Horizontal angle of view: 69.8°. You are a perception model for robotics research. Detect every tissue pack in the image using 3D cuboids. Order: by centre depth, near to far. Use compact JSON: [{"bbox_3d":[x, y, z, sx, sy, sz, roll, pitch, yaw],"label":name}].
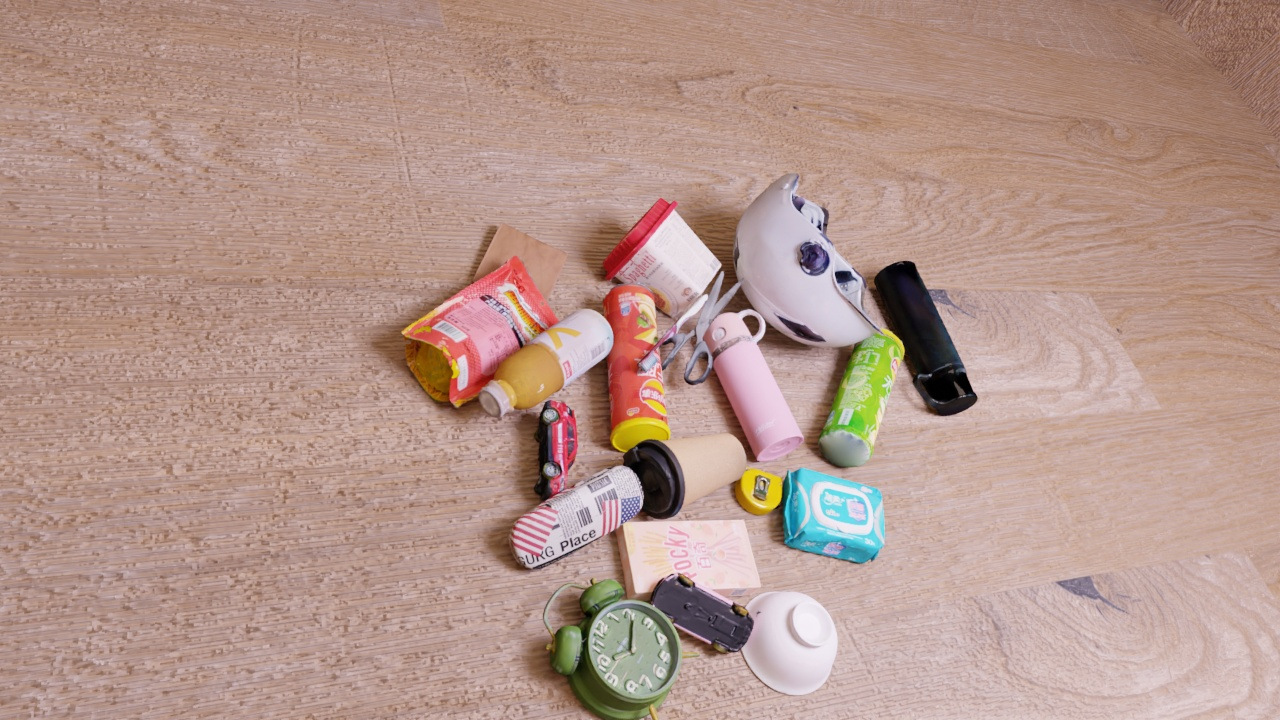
[{"bbox_3d":[0.234,0.191,1.131,0.133,0.050,0.093,15,52,-14],"label":"tissue pack"}]

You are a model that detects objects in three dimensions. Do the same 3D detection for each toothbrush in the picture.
[{"bbox_3d":[0.045,-0.037,1.150,0.017,0.016,0.187,49,43,-5],"label":"toothbrush"}]

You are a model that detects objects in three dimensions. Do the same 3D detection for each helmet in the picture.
[{"bbox_3d":[0.215,-0.117,1.270,0.258,0.146,0.228,65,19,12],"label":"helmet"}]

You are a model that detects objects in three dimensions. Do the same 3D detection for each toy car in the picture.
[{"bbox_3d":[0.066,0.272,0.992,0.122,0.037,0.056,31,83,-13],"label":"toy car"},{"bbox_3d":[-0.095,0.103,1.041,0.045,0.053,0.120,8,55,-14],"label":"toy car"}]

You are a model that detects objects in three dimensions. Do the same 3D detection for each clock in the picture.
[{"bbox_3d":[-0.028,0.290,0.932,0.161,0.056,0.115,35,48,3],"label":"clock"}]

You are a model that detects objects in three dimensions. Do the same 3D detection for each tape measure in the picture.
[{"bbox_3d":[0.146,0.159,1.128,0.060,0.029,0.057,20,51,-10],"label":"tape measure"}]

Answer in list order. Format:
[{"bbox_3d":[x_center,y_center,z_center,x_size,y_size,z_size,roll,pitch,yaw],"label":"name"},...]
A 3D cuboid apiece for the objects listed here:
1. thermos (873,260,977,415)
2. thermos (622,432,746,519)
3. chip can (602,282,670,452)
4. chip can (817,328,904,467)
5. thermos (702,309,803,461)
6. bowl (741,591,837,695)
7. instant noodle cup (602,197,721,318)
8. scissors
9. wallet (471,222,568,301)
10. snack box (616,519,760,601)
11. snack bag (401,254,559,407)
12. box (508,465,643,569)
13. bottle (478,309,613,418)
[{"bbox_3d":[0.418,-0.036,1.371,0.089,0.069,0.242,3,55,-29],"label":"thermos"},{"bbox_3d":[0.053,0.127,1.074,0.143,0.093,0.093,-12,62,-40],"label":"thermos"},{"bbox_3d":[-0.007,0.007,1.142,0.073,0.073,0.216,10,52,-19],"label":"chip can"},{"bbox_3d":[0.303,0.050,1.253,0.072,0.073,0.220,32,49,0],"label":"chip can"},{"bbox_3d":[0.150,0.026,1.193,0.067,0.087,0.198,33,32,-58],"label":"thermos"},{"bbox_3d":[0.175,0.301,1.013,0.118,0.065,0.118,12,52,-16],"label":"bowl"},{"bbox_3d":[0.032,-0.134,1.245,0.124,0.117,0.116,42,49,-7],"label":"instant noodle cup"},{"bbox_3d":[0.082,-0.040,1.202,0.165,0.014,0.163,-21,56,1],"label":"scissors"},{"bbox_3d":[-0.157,-0.121,1.202,0.101,0.020,0.115,25,52,-7],"label":"wallet"},{"bbox_3d":[0.054,0.225,1.038,0.157,0.026,0.084,3,55,-23],"label":"snack box"},{"bbox_3d":[-0.179,-0.035,1.098,0.128,0.073,0.207,52,46,-2],"label":"snack bag"},{"bbox_3d":[-0.070,0.169,0.997,0.164,0.068,0.051,-23,29,-27],"label":"box"},{"bbox_3d":[-0.110,0.005,1.073,0.068,0.068,0.189,44,49,10],"label":"bottle"}]
